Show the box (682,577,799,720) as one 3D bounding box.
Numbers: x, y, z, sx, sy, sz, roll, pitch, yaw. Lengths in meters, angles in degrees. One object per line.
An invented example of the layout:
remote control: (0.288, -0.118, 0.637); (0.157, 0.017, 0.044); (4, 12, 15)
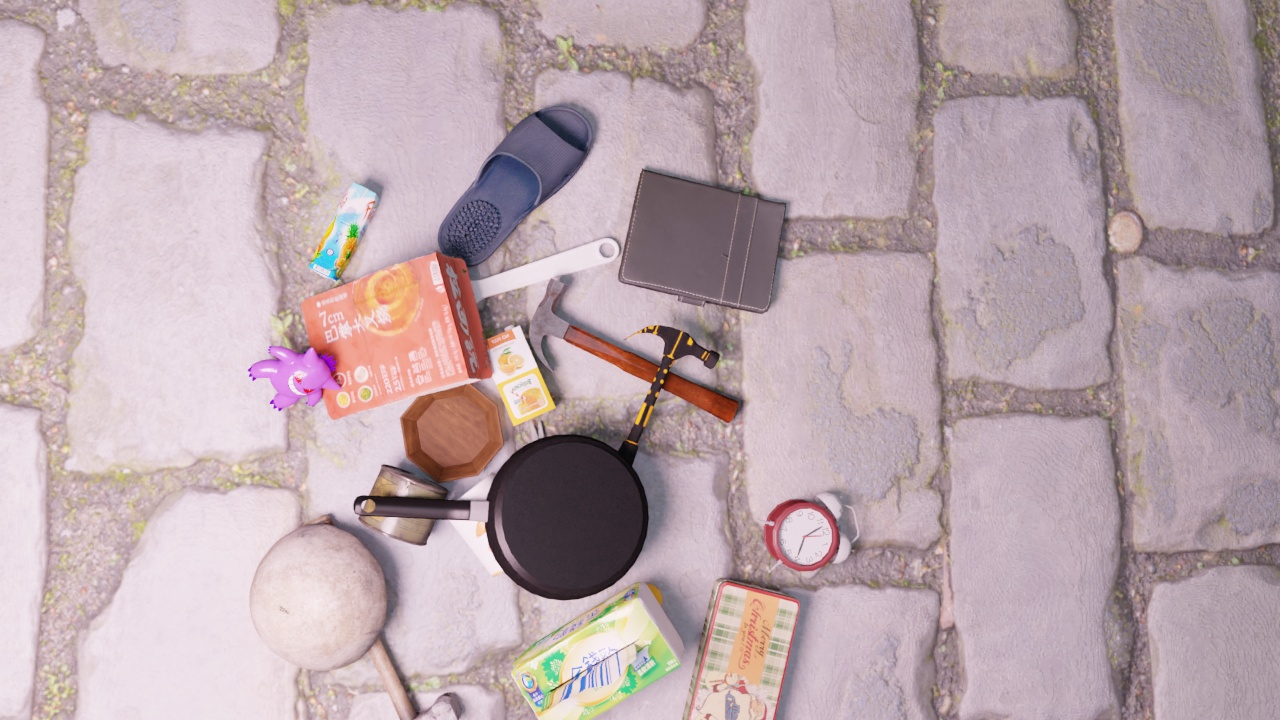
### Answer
box: (0.131, 0.398, 1.205); (0.117, 0.050, 0.205); (16, 83, -7)

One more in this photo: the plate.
plate: (-0.243, 0.092, 1.185); (0.131, 0.025, 0.131); (1, 86, -8)

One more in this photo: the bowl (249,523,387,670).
bowl: (-0.399, 0.291, 1.096); (0.178, 0.081, 0.178); (0, 92, 12)

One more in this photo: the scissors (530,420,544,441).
scissors: (-0.128, 0.158, 1.200); (0.126, 0.019, 0.144); (32, 81, -4)

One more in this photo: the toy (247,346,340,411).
toy: (-0.425, 0.016, 1.143); (0.088, 0.055, 0.106); (-8, 132, 15)

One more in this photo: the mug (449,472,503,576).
mug: (-0.186, 0.206, 1.157); (0.082, 0.082, 0.105); (-38, 91, -8)

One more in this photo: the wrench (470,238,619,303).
wrench: (-0.158, -0.111, 1.215); (0.273, 0.018, 0.066); (-18, 89, -9)

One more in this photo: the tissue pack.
tissue pack: (-0.055, 0.374, 1.114); (0.198, 0.141, 0.120); (-39, 90, 6)

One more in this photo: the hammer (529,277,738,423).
hammer: (-0.007, 0.007, 1.218); (0.300, 0.028, 0.111); (26, 90, -7)

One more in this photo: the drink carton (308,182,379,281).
drink carton: (-0.378, -0.165, 1.175); (0.038, 0.044, 0.129); (26, 85, -5)

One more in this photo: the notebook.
notebook: (0.085, -0.158, 1.245); (0.209, 0.029, 0.169); (12, 83, -3)

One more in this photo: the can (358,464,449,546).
can: (-0.294, 0.180, 1.140); (0.090, 0.090, 0.074); (23, 84, -6)

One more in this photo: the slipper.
slipper: (-0.166, -0.236, 1.189); (0.101, 0.082, 0.263); (41, 83, -1)

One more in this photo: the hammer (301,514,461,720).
hammer: (-0.342, 0.343, 1.149); (0.121, 0.049, 0.318); (-26, 89, -3)

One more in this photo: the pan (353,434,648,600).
pan: (-0.159, 0.182, 1.103); (0.355, 0.044, 0.204); (6, 77, -16)

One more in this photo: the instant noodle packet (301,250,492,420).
instant noodle packet: (-0.316, -0.027, 1.150); (0.221, 0.084, 0.164); (-16, 87, 12)

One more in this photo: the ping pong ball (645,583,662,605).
ping pong ball: (0.008, 0.312, 1.197); (0.040, 0.040, 0.040); (1, 86, -8)

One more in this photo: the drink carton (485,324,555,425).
drink carton: (-0.162, 0.018, 1.193); (0.058, 0.040, 0.122); (-24, 90, -9)

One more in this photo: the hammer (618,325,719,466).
hammer: (-0.014, 0.106, 1.194); (0.123, 0.036, 0.320); (25, 89, -7)

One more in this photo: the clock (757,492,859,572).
clock: (0.226, 0.231, 1.228); (0.137, 0.048, 0.096); (-12, 88, -7)
